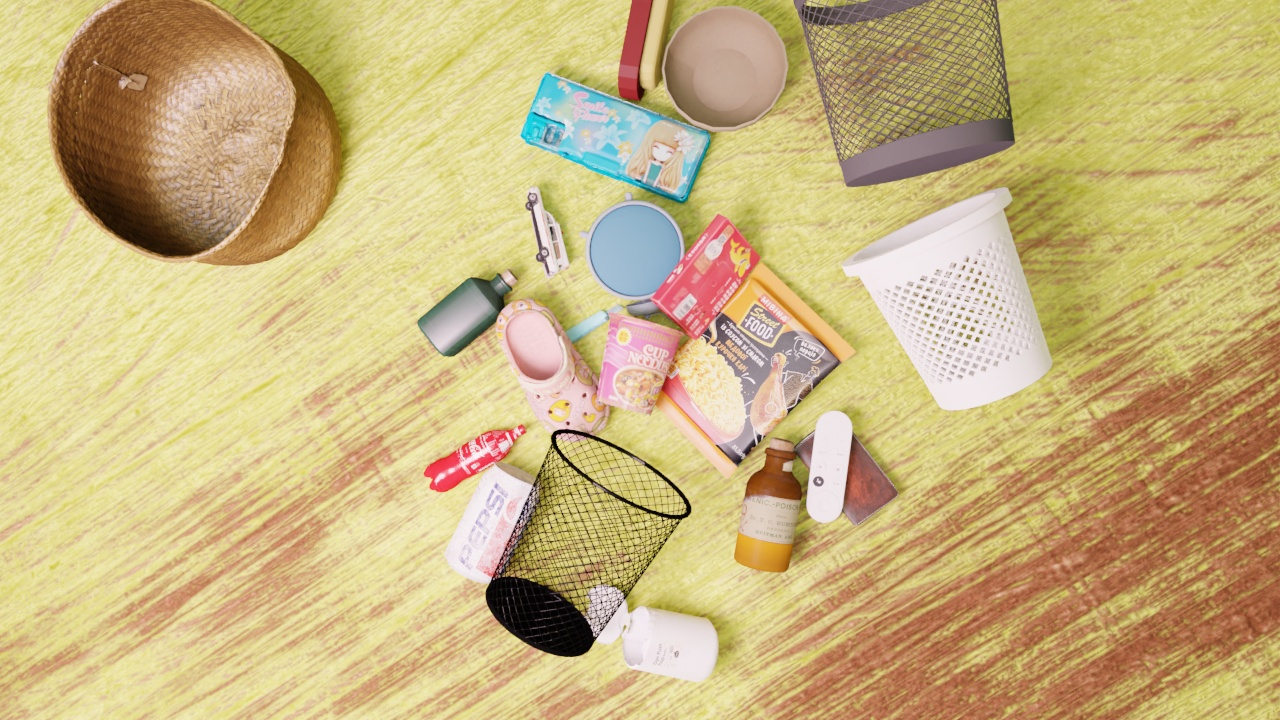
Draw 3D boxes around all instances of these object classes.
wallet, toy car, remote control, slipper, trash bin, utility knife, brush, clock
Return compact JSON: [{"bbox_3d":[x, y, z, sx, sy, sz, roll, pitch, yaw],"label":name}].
[{"bbox_3d":[0.253,0.135,1.129,0.072,0.019,0.123,-38,86,4],"label":"wallet"},{"bbox_3d":[-0.118,-0.164,1.166,0.039,0.039,0.113,-12,87,-15],"label":"toy car"},{"bbox_3d":[0.229,0.128,1.114,0.043,0.013,0.136,7,90,7],"label":"remote control"},{"bbox_3d":[-0.114,0.017,1.129,0.093,0.081,0.197,-31,97,6],"label":"slipper"},{"bbox_3d":[0.363,-0.062,1.048,0.195,0.195,0.199,-27,96,5],"label":"trash bin"},{"bbox_3d":[0.303,-0.333,1.039,0.218,0.217,0.227,-12,92,5],"label":"trash bin"},{"bbox_3d":[-0.072,0.218,1.081,0.184,0.184,0.210,30,100,6],"label":"trash bin"},{"bbox_3d":[-0.078,-0.038,1.169,0.126,0.015,0.022,-32,69,4],"label":"utility knife"},{"bbox_3d":[0.011,-0.409,1.131,0.042,0.082,0.173,11,90,6],"label":"brush"},{"bbox_3d":[0.005,-0.121,1.137,0.122,0.075,0.161,-40,98,3],"label":"clock"}]

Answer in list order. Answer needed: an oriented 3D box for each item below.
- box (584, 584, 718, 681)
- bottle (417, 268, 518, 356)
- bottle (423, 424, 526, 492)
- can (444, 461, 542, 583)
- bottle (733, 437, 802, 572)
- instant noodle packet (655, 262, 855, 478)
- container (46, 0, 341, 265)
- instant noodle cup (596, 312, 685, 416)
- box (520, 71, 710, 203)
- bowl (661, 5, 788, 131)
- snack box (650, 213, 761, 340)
[{"bbox_3d":[0.010,0.335,1.132,0.140,0.142,0.083,18,94,-23],"label":"box"},{"bbox_3d":[-0.211,-0.067,1.160,0.131,0.061,0.061,-39,87,4],"label":"bottle"},{"bbox_3d":[-0.208,0.121,1.166,0.141,0.042,0.042,-30,86,5],"label":"bottle"},{"bbox_3d":[-0.182,0.202,1.145,0.078,0.078,0.136,27,92,6],"label":"can"},{"bbox_3d":[0.160,0.173,1.114,0.068,0.068,0.157,10,90,6],"label":"bottle"},{"bbox_3d":[0.128,0.011,1.135,0.221,0.032,0.160,-45,78,4],"label":"instant noodle packet"},{"bbox_3d":[-0.532,-0.271,1.131,0.307,0.196,0.307,0,90,5],"label":"container"},{"bbox_3d":[-0.007,0.007,1.116,0.098,0.097,0.108,15,88,6],"label":"instant noodle cup"},{"bbox_3d":[-0.032,-0.280,1.154,0.227,0.041,0.094,22,91,6],"label":"box"},{"bbox_3d":[0.104,-0.354,1.136,0.152,0.050,0.152,0,89,6],"label":"bowl"},{"bbox_3d":[0.081,-0.100,1.115,0.133,0.089,0.021,-52,43,-3],"label":"snack box"}]
